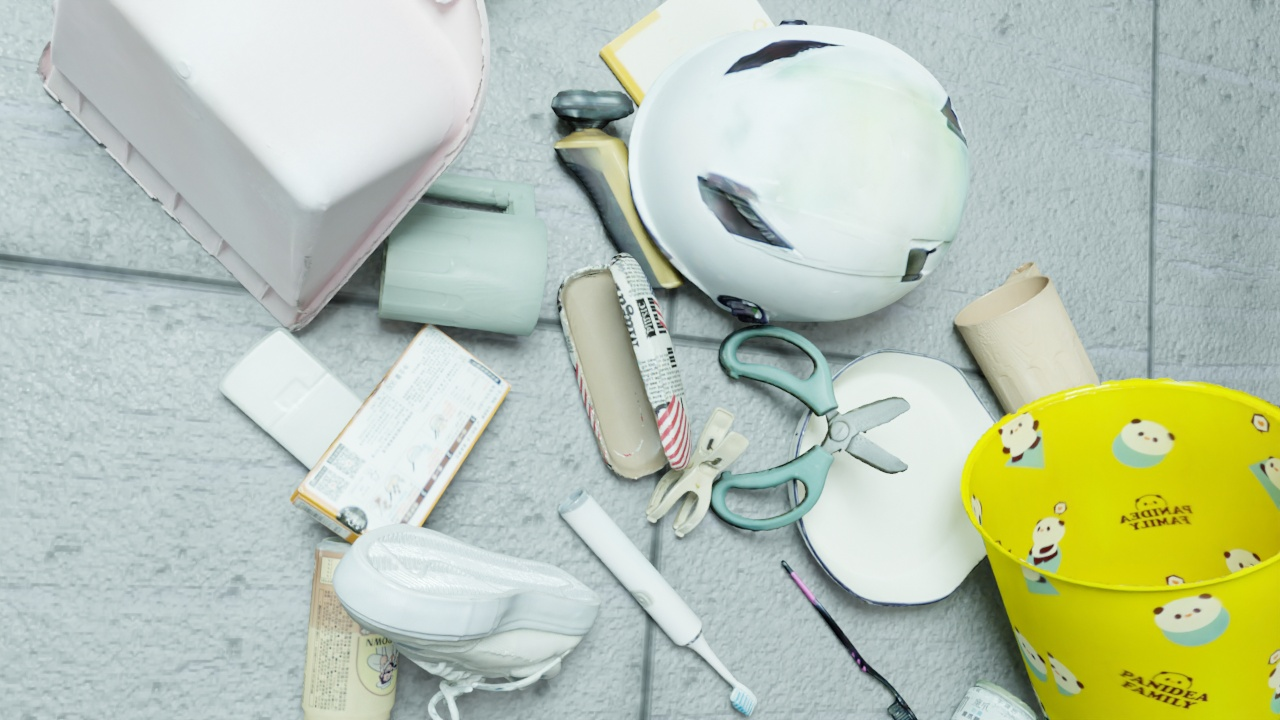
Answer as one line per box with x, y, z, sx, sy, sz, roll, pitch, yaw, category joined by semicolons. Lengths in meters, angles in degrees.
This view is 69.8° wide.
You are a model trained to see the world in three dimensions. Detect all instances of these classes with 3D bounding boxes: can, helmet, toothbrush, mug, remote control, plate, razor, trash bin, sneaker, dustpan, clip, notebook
0.263;0.338;0.749;0.058;0.058;0.146;43;74;-12;can
0.136;-0.134;0.662;0.258;0.146;0.229;14;89;-29;helmet
0.018;0.185;0.689;0.221;0.027;0.026;50;50;-10;toothbrush
0.342;-0.017;0.800;0.124;0.084;0.103;-39;102;-45;mug
-0.208;0.047;0.619;0.150;0.021;0.058;46;74;-11;remote control
-0.124;-0.080;0.636;0.103;0.084;0.123;5;58;-18;mug
0.207;0.095;0.754;0.204;0.046;0.205;1;87;-19;plate
-0.012;-0.128;0.687;0.068;0.062;0.167;-25;101;10;razor
0.385;0.181;0.699;0.229;0.230;0.255;-32;118;-19;trash bin
-0.111;0.166;0.563;0.089;0.242;0.090;28;86;29;sneaker
0.169;0.234;0.747;0.017;0.014;0.189;-40;99;-6;toothbrush
-0.205;-0.160;0.525;0.222;0.274;0.138;49;61;-15;dustpan
-0.186;0.175;0.598;0.058;0.059;0.116;6;84;-20;can
0.042;0.084;0.693;0.034;0.066;0.099;28;100;-14;clip
0.082;-0.205;0.748;0.145;0.010;0.206;-41;100;-18;notebook

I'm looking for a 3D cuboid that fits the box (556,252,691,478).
0.000;0.003;0.664;0.076;0.088;0.163;-15;89;-28;box

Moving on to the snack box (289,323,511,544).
-0.153;0.051;0.606;0.075;0.026;0.153;39;51;-13;snack box

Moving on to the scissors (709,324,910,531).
0.111;0.041;0.703;0.170;0.019;0.181;-29;72;17;scissors
